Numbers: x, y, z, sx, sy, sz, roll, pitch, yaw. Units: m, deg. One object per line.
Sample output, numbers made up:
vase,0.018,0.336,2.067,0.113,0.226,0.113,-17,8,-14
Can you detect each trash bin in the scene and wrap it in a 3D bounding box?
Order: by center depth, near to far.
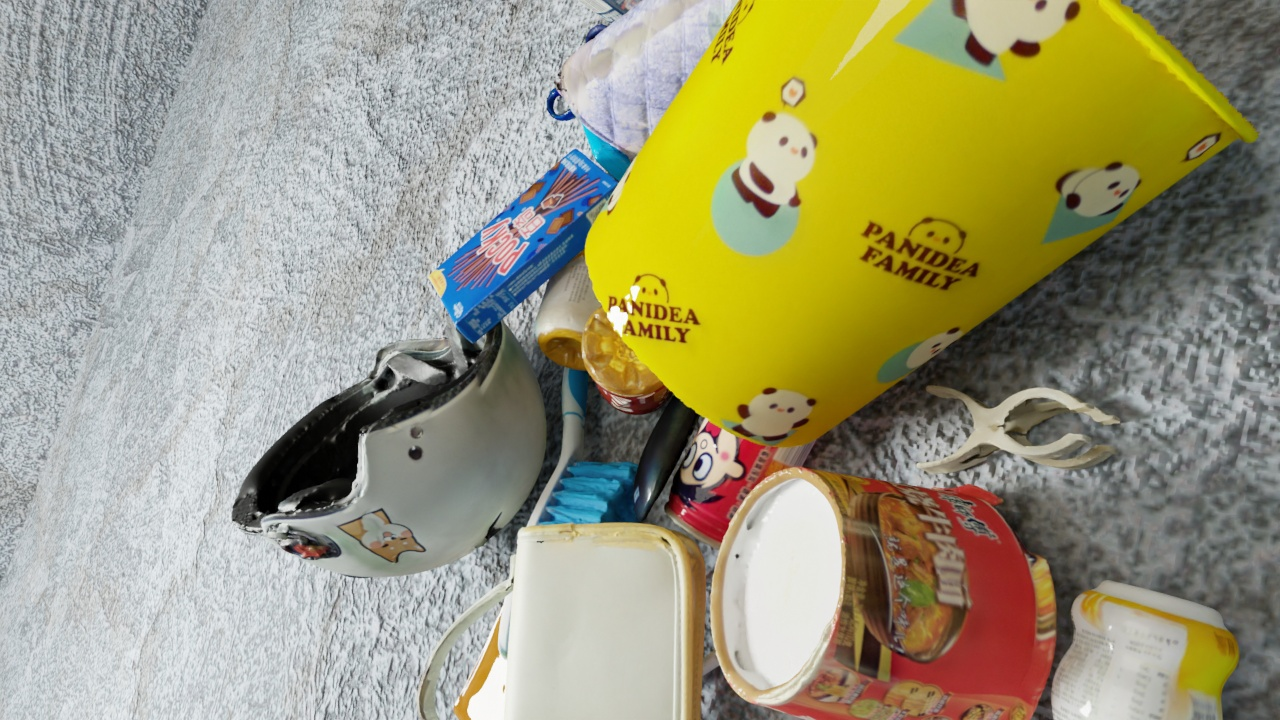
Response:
trash bin,0.116,-0.102,0.476,0.256,0.229,0.229,-47,44,31

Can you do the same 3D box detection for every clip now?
clip,0.190,0.035,0.472,0.100,0.034,0.071,-9,67,54

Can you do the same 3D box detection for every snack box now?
snack box,-0.085,-0.089,0.691,0.157,0.026,0.084,-41,39,0

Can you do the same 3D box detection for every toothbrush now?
toothbrush,0.032,0.205,0.582,0.180,0.016,0.016,-46,53,25

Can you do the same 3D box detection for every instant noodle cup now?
instant noodle cup,0.105,0.118,0.440,0.138,0.108,0.137,-50,31,45

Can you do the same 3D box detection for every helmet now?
helmet,-0.182,0.084,0.746,0.275,0.157,0.229,-32,23,26

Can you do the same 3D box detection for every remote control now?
remote control,0.021,0.046,0.599,0.136,0.024,0.053,-59,-6,-43

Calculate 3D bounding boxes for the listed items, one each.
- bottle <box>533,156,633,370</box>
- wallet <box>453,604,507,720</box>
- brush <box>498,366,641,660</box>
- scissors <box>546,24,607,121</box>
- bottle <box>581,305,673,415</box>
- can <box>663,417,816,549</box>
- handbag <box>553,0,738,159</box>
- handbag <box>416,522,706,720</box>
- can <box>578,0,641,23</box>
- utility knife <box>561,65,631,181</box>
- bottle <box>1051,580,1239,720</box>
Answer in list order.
bottle,-0.029,-0.084,0.719,0.068,0.068,0.189,-17,48,43
wallet,-0.078,0.248,0.675,0.131,0.035,0.119,27,98,47
brush,-0.042,0.077,0.686,0.110,0.060,0.313,0,64,36
scissors,-0.040,-0.249,0.856,0.165,0.012,0.162,-19,60,41
bottle,-0.004,0.004,0.603,0.057,0.175,0.057,0,81,2
can,0.062,0.066,0.569,0.066,0.066,0.094,36,101,49
handbag,0.051,-0.215,0.649,0.194,0.134,0.075,-23,58,39
handbag,-0.050,0.184,0.568,0.179,0.063,0.163,-1,76,15
can,-0.001,-0.310,0.763,0.075,0.111,0.075,-22,59,41
utility knife,-0.044,-0.213,0.785,0.018,0.034,0.238,-47,33,19
bottle,0.203,0.149,0.381,0.063,0.063,0.108,11,82,49
